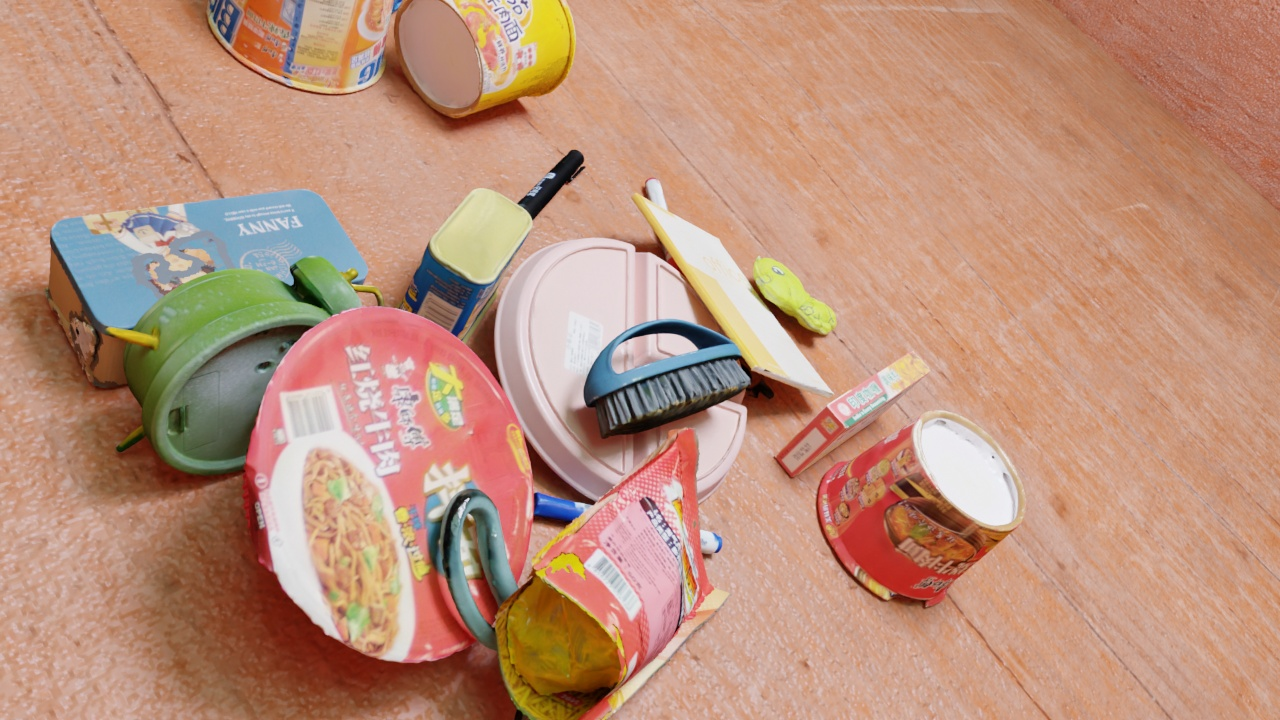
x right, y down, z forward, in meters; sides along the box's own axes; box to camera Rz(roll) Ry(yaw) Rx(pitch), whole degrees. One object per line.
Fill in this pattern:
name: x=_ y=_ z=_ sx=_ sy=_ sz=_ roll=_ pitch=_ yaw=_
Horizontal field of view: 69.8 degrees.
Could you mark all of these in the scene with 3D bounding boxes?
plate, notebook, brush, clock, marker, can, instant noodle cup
plate: x=-0.004 y=0.004 z=0.697 sx=0.229 sy=0.028 sz=0.229 roll=19 pitch=56 yaw=-31
notebook: x=0.081 y=-0.056 z=0.808 sx=0.145 sy=0.010 sz=0.206 roll=18 pitch=34 yaw=-53
brush: x=0.017 y=0.007 z=0.652 sx=0.143 sy=0.055 sz=0.073 roll=-13 pitch=77 yaw=-42
clock: x=-0.216 y=-0.001 z=0.529 sx=0.160 sy=0.116 sz=0.056 roll=-24 pitch=59 yaw=-42
marker: x=-0.082 y=-0.156 z=0.832 sx=0.022 sy=0.020 sz=0.131 roll=58 pitch=35 yaw=-22
can: x=-0.128 y=-0.066 z=0.669 sx=0.057 sy=0.083 sz=0.101 roll=31 pitch=42 yaw=-7
instant noodle cup: x=0.229 y=0.111 z=0.739 sx=0.138 sy=0.109 sz=0.137 roll=19 pitch=44 yaw=-20
marker: x=0.025 y=-0.121 z=0.875 sx=0.017 sy=0.017 sz=0.145 roll=9 pitch=49 yaw=-28
instant noodle cup: x=-0.275 y=-0.318 z=0.771 sx=0.151 sy=0.112 sz=0.151 roll=19 pitch=44 yaw=-20
marker: x=-0.008 y=0.115 z=0.641 sx=0.145 sy=0.017 sz=0.016 roll=17 pitch=46 yaw=-22
instant noodle cup: x=-0.146 y=-0.290 z=0.829 sx=0.138 sy=0.138 sz=0.109 roll=44 pitch=50 yaw=7
instant noodle cup: x=-0.146 y=0.070 z=0.510 sx=0.193 sy=0.066 sz=0.193 roll=31 pitch=51 yaw=-48

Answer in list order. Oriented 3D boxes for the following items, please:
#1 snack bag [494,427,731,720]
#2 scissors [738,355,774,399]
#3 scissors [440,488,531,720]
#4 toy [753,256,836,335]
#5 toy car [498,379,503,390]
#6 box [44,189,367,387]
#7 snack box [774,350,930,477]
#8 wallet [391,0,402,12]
snack bag: x=-0.001 y=0.129 z=0.553 sx=0.207 sy=0.073 sz=0.128 roll=-28 pitch=107 yaw=-61
scissors: x=0.023 y=-0.023 z=0.786 sx=0.208 sy=0.015 sz=0.182 roll=-7 pitch=59 yaw=-38
scissors: x=-0.052 y=0.131 z=0.548 sx=0.174 sy=0.019 sz=0.169 roll=63 pitch=32 yaw=-16
toy: x=0.147 y=-0.062 z=0.889 sx=0.100 sy=0.031 sz=0.096 roll=47 pitch=22 yaw=8
toy car: x=-0.067 y=-0.001 z=0.693 sx=0.049 sy=0.031 sz=0.105 roll=35 pitch=42 yaw=-3
box: x=-0.263 y=-0.051 z=0.579 sx=0.183 sy=0.064 sz=0.090 roll=-24 pitch=70 yaw=-43
snack box: x=0.185 y=0.045 z=0.792 sx=0.155 sy=0.077 sz=0.027 roll=-24 pitch=69 yaw=-45
wallet: x=-0.279 y=-0.408 z=0.909 sx=0.133 sy=0.040 sz=0.106 roll=30 pitch=46 yaw=-10
